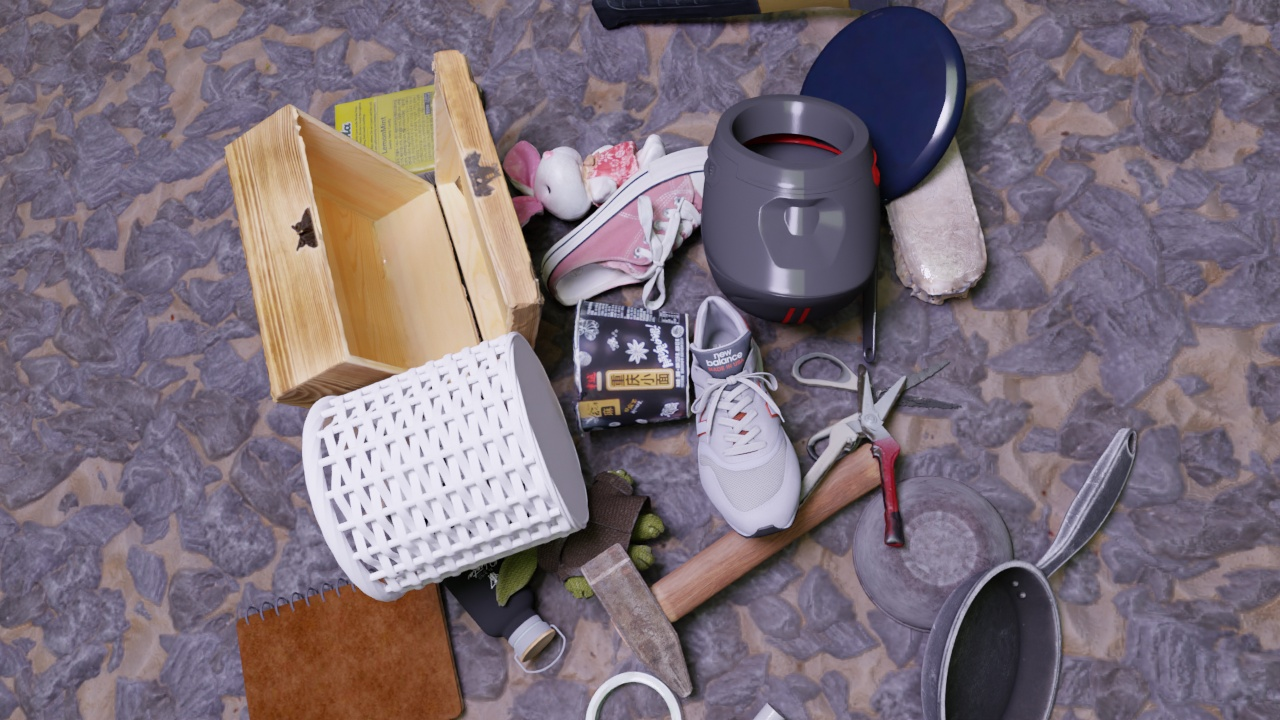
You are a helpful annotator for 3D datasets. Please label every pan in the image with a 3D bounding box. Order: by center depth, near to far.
[{"bbox_3d":[0.342,0.195,0.790,0.055,0.187,0.356,3,50,51],"label":"pan"},{"bbox_3d":[0.229,-0.176,0.915,0.199,0.021,0.356,-2,85,49],"label":"pan"}]

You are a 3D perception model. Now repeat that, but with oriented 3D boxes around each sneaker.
[{"bbox_3d":[0.082,0.035,0.834,0.089,0.124,0.239,-15,42,6],"label":"sneaker"},{"bbox_3d":[0.007,-0.128,0.956,0.241,0.118,0.087,-35,50,7],"label":"sneaker"}]

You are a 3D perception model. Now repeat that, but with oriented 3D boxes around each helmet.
[{"bbox_3d":[0.139,-0.128,0.867,0.164,0.170,0.264,0,35,2],"label":"helmet"}]

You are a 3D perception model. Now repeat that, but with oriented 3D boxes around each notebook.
[{"bbox_3d":[-0.301,0.308,0.944,0.225,0.024,0.167,-18,73,7],"label":"notebook"}]

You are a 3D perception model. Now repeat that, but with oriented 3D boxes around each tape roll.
[{"bbox_3d":[-0.005,0.345,0.871,0.094,0.018,0.093,-3,75,12],"label":"tape roll"}]

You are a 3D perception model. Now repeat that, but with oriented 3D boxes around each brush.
[{"bbox_3d":[0.282,-0.188,0.931,0.083,0.056,0.271,-13,73,9],"label":"brush"}]

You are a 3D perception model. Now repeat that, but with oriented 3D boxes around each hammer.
[{"bbox_3d":[0.110,0.175,0.857,0.300,0.037,0.158,-32,111,-8],"label":"hammer"},{"bbox_3d":[0.105,-0.397,1.010,0.333,0.118,0.025,5,74,19],"label":"hammer"}]

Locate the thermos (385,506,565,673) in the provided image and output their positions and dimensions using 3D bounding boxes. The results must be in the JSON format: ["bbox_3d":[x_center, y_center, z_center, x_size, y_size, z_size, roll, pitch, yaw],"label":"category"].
[{"bbox_3d":[-0.162,0.216,0.918,0.061,0.061,0.231,-45,71,-2],"label":"thermos"}]

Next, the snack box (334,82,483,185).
[{"bbox_3d":[-0.269,-0.259,1.083,0.181,0.045,0.121,-11,71,7],"label":"snack box"}]

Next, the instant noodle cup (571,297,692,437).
[{"bbox_3d":[-0.005,0.005,0.909,0.112,0.137,0.137,-1,74,3],"label":"instant noodle cup"}]

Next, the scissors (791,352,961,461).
[{"bbox_3d":[0.221,0.038,0.907,0.168,0.012,0.157,35,85,18],"label":"scissors"}]

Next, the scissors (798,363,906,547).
[{"bbox_3d":[0.201,0.089,0.846,0.179,0.015,0.194,-18,54,-11],"label":"scissors"}]

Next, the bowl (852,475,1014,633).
[{"bbox_3d":[0.267,0.172,0.831,0.145,0.067,0.144,-3,74,12],"label":"bowl"}]

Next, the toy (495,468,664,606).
[{"bbox_3d":[-0.056,0.164,0.894,0.153,0.078,0.178,11,56,14],"label":"toy"}]

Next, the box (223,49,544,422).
[{"bbox_3d":[-0.205,-0.110,0.927,0.264,0.269,0.279,-26,70,17],"label":"box"}]

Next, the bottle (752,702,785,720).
[{"bbox_3d":[0.060,0.391,0.825,0.052,0.052,0.195,39,86,19],"label":"bottle"}]

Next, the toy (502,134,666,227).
[{"bbox_3d":[-0.066,-0.197,1.000,0.194,0.084,0.158,-8,43,11],"label":"toy"}]

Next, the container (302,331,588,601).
[{"bbox_3d":[-0.165,0.092,0.810,0.187,0.189,0.189,-20,72,3],"label":"container"}]
